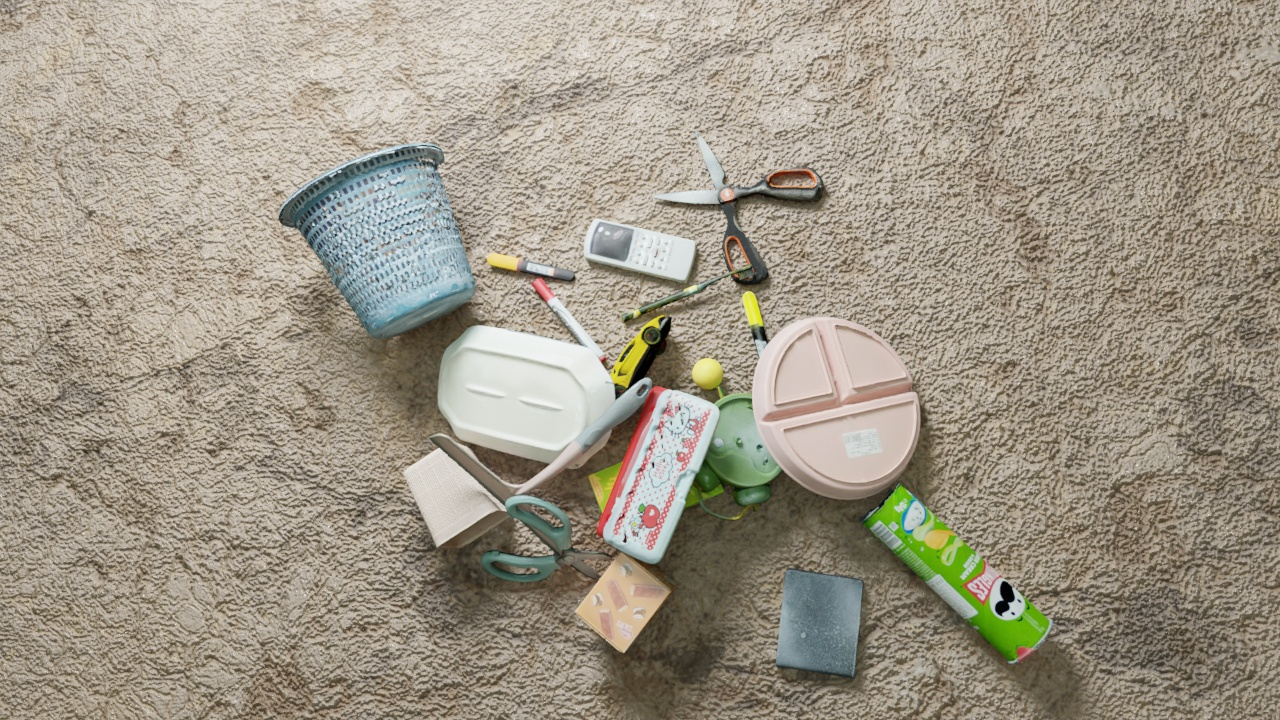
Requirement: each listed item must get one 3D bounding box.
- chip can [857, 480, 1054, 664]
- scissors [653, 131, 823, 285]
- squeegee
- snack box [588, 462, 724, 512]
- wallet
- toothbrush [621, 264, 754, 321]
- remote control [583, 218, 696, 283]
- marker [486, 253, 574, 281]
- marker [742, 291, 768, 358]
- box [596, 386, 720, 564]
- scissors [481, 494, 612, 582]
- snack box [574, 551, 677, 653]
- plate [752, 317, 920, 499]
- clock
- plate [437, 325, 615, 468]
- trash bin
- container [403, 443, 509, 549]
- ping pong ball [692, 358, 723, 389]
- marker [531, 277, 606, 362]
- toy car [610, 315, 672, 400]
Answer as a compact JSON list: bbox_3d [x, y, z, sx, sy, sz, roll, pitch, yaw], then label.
[{"bbox_3d":[0.372,0.250,1.090,0.236,0.072,0.072,43,89,12],"label":"chip can"},{"bbox_3d":[0.134,-0.211,1.223,0.221,0.021,0.233,-17,80,5],"label":"scissors"},{"bbox_3d":[-0.081,0.106,1.109,0.250,0.040,0.247,-40,111,9],"label":"squeegee"},{"bbox_3d":[0.020,0.159,1.178,0.156,0.026,0.085,-22,78,4],"label":"snack box"},{"bbox_3d":[0.220,0.322,1.128,0.097,0.019,0.120,6,80,10],"label":"wallet"},{"bbox_3d":[0.062,-0.086,1.209,0.186,0.012,0.017,-21,92,10],"label":"toothbrush"},{"bbox_3d":[-0.001,-0.148,1.232,0.150,0.021,0.058,14,83,9],"label":"remote control"},{"bbox_3d":[-0.149,-0.127,1.254,0.124,0.015,0.018,12,84,7],"label":"marker"},{"bbox_3d":[0.156,-0.030,1.196,0.018,0.015,0.124,-15,82,6],"label":"marker"},{"bbox_3d":[0.027,0.139,1.109,0.100,0.102,0.201,20,84,20],"label":"box"},{"bbox_3d":[-0.133,0.241,1.159,0.181,0.019,0.170,-33,117,24],"label":"scissors"},{"bbox_3d":[-0.015,0.292,1.127,0.077,0.093,0.094,37,87,12],"label":"snack box"},{"bbox_3d":[0.244,0.053,1.110,0.229,0.028,0.229,6,72,-19],"label":"plate"},{"bbox_3d":[0.118,0.118,1.136,0.116,0.056,0.161,21,72,-5],"label":"clock"},{"bbox_3d":[-0.158,0.046,1.178,0.266,0.034,0.162,13,99,23],"label":"plate"},{"bbox_3d":[-0.321,-0.143,1.194,0.226,0.226,0.195,-25,91,3],"label":"trash bin"},{"bbox_3d":[-0.237,0.172,1.182,0.090,0.090,0.111,-33,75,2],"label":"container"},{"bbox_3d":[0.087,0.017,1.183,0.040,0.040,0.040,-1,81,8],"label":"ping pong ball"},{"bbox_3d":[-0.096,-0.053,1.233,0.017,0.017,0.145,-40,78,0],"label":"marker"},{"bbox_3d":[-0.007,0.007,1.183,0.041,0.071,0.155,30,85,12],"label":"toy car"}]
